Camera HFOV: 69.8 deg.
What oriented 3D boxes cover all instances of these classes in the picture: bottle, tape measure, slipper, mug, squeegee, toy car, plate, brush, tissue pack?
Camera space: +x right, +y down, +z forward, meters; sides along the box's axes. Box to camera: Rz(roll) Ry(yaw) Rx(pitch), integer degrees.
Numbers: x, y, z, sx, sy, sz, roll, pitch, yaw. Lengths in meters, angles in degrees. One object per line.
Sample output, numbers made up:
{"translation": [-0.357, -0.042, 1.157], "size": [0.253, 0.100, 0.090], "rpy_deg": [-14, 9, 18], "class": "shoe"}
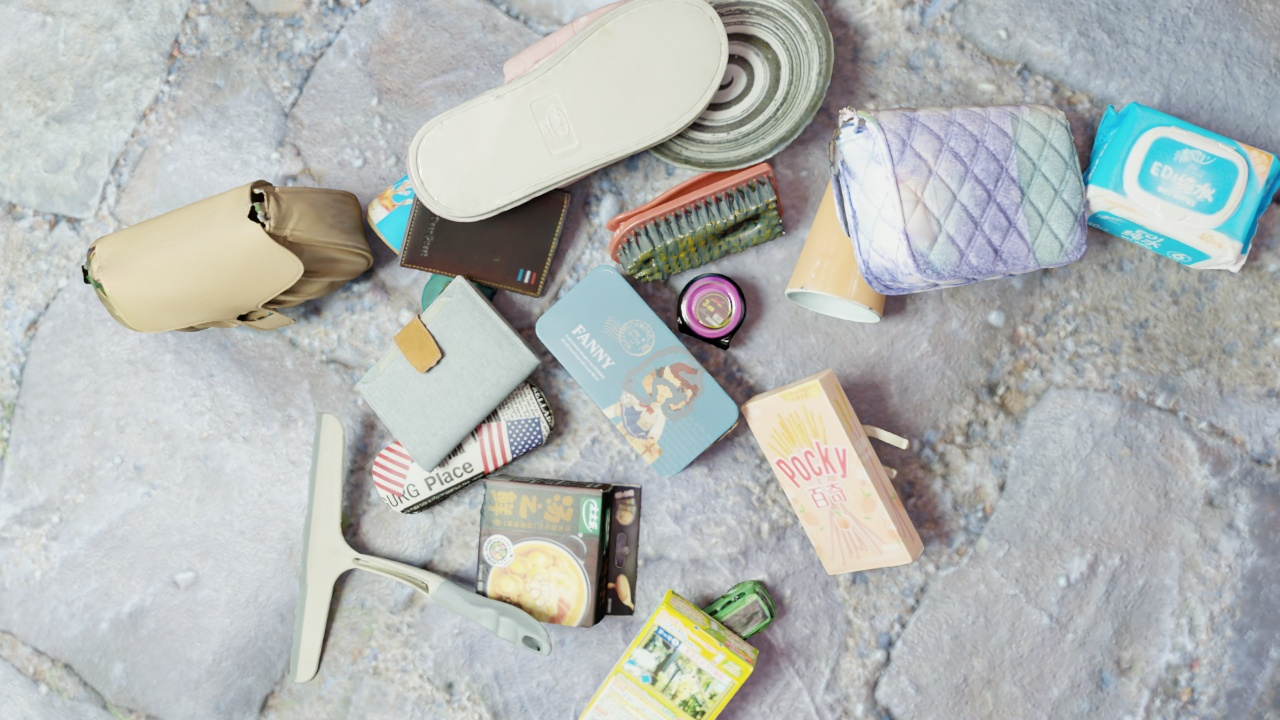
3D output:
{"translation": [-0.129, -0.173, 0.765], "size": [0.219, 0.065, 0.065], "rpy_deg": [-41, 85, 3], "class": "bottle"}
{"translation": [-0.159, -0.051, 0.785], "size": [0.058, 0.025, 0.054], "rpy_deg": [27, 90, 7], "class": "tape measure"}
{"translation": [-0.054, -0.196, 0.716], "size": [0.274, 0.054, 0.114], "rpy_deg": [-32, 103, -7], "class": "slipper"}
{"translation": [0.170, -0.099, 0.729], "size": [0.078, 0.078, 0.122], "rpy_deg": [18, 85, 6], "class": "mug"}
{"translation": [-0.171, 0.187, 0.746], "size": [0.247, 0.039, 0.246], "rpy_deg": [14, 102, 23], "class": "squeegee"}
{"translation": [0.067, 0.218, 0.750], "size": [0.091, 0.036, 0.043], "rpy_deg": [-35, 87, 8], "class": "toy car"}
{"translation": [0.059, -0.043, 0.755], "size": [0.057, 0.039, 0.058], "rpy_deg": [20, 95, 6], "class": "tape measure"}
{"translation": [0.068, -0.234, 0.752], "size": [0.180, 0.024, 0.179], "rpy_deg": [-4, 77, 15], "class": "plate"}
{"translation": [0.042, -0.115, 0.751], "size": [0.146, 0.063, 0.069], "rpy_deg": [-21, 56, 6], "class": "brush"}
{"translation": [0.411, -0.134, 0.707], "size": [0.140, 0.063, 0.090], "rpy_deg": [24, 91, 6], "class": "tissue pack"}

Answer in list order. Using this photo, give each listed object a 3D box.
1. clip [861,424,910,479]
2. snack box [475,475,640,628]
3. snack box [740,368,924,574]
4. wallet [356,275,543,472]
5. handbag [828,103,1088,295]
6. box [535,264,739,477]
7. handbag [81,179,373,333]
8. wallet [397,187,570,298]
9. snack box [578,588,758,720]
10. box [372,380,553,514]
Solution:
{"translation": [0.168, 0.063, 0.728], "size": [0.103, 0.092, 0.035], "rpy_deg": [22, 92, -5], "class": "clip"}
{"translation": [-0.068, 0.156, 0.761], "size": [0.126, 0.053, 0.113], "rpy_deg": [3, 89, 11], "class": "snack box"}
{"translation": [0.148, 0.090, 0.716], "size": [0.085, 0.026, 0.157], "rpy_deg": [-26, 94, 48], "class": "snack box"}
{"translation": [-0.159, 0.008, 0.743], "size": [0.130, 0.037, 0.106], "rpy_deg": [-45, 75, 3], "class": "wallet"}
{"translation": [0.236, -0.123, 0.682], "size": [0.193, 0.076, 0.134], "rpy_deg": [-8, 87, -27], "class": "handbag"}
{"translation": [-0.004, 0.004, 0.751], "size": [0.090, 0.059, 0.184], "rpy_deg": [-44, 87, 3], "class": "box"}
{"translation": [-0.325, -0.077, 0.739], "size": [0.205, 0.147, 0.099], "rpy_deg": [-16, 85, 15], "class": "handbag"}
{"translation": [-0.127, -0.108, 0.749], "size": [0.122, 0.020, 0.096], "rpy_deg": [12, 110, -22], "class": "wallet"}
{"translation": [0.021, 0.262, 0.736], "size": [0.087, 0.033, 0.141], "rpy_deg": [34, 111, 6], "class": "snack box"}
{"translation": [-0.149, 0.074, 0.776], "size": [0.164, 0.057, 0.071], "rpy_deg": [-27, 101, 7], "class": "box"}
